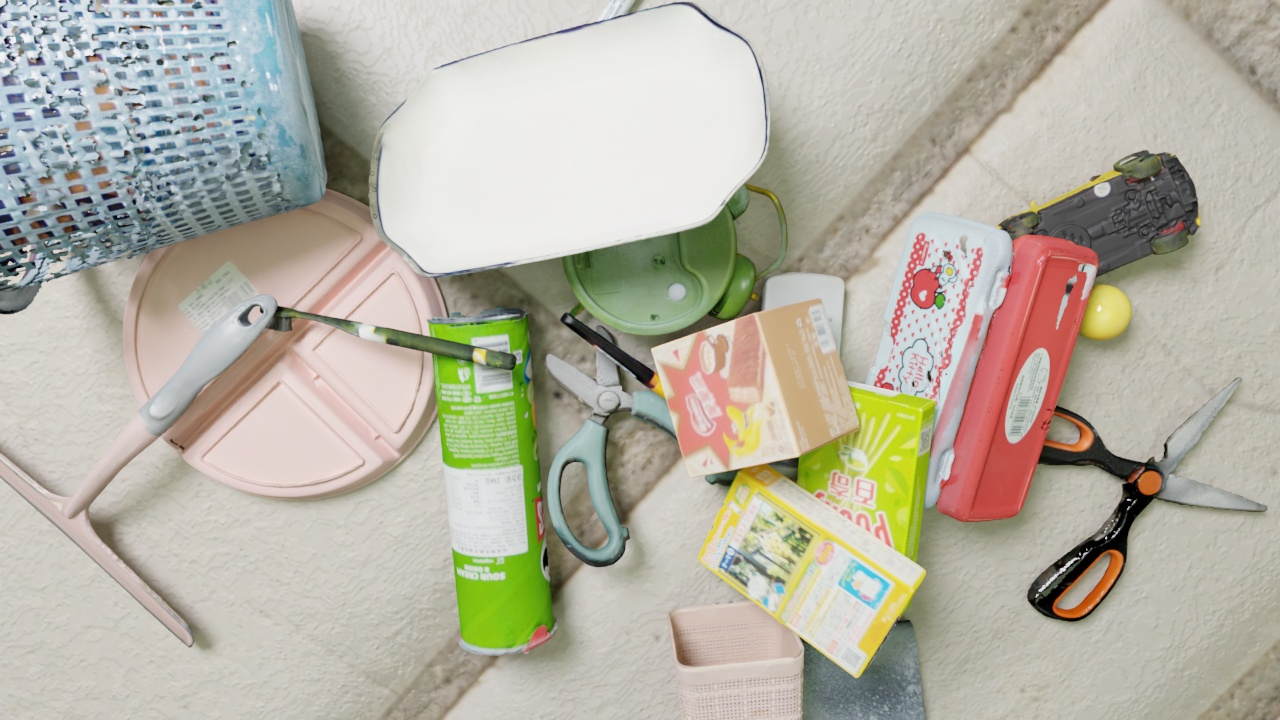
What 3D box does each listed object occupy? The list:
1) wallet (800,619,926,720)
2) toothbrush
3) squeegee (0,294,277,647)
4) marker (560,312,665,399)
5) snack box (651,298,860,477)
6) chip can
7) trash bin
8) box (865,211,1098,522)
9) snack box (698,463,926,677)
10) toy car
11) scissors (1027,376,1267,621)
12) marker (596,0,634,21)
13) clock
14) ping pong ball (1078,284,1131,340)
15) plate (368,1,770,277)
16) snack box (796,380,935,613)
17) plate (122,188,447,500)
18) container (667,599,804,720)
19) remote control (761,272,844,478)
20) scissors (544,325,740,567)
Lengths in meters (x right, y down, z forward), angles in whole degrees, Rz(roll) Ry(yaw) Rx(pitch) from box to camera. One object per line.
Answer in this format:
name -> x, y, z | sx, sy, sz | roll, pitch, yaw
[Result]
wallet -> 0.170, 0.264, 0.713 | 0.097, 0.019, 0.121 | -10, 101, 1
toothbrush -> -0.167, -0.013, 0.598 | 0.186, 0.012, 0.017 | 11, 106, 14
squeegee -> -0.331, 0.045, 0.616 | 0.250, 0.040, 0.247 | -43, 96, 12
marker -> -0.004, 0.004, 0.634 | 0.124, 0.018, 0.015 | 35, 84, -17
snack box -> 0.076, 0.019, 0.609 | 0.095, 0.076, 0.092 | -18, 88, 43
chip can -> -0.102, 0.082, 0.642 | 0.072, 0.072, 0.236 | -4, 99, -2
trash bin -> -0.297, -0.153, 0.538 | 0.195, 0.226, 0.226 | -10, 100, -14
box -> 0.227, 0.004, 0.645 | 0.102, 0.100, 0.201 | 2, 107, -33
snack box -> 0.115, 0.142, 0.637 | 0.140, 0.033, 0.087 | 32, 120, 22
toy car -> 0.313, -0.091, 0.647 | 0.156, 0.041, 0.071 | -26, 100, 9
scissors -> 0.357, 0.094, 0.690 | 0.221, 0.021, 0.234 | 31, 98, -8
marker -> -0.022, -0.228, 0.623 | 0.017, 0.017, 0.145 | 32, 97, -7
clock -> 0.022, -0.080, 0.629 | 0.161, 0.056, 0.116 | -6, 100, -1
ping pong ball -> 0.330, -0.034, 0.658 | 0.040, 0.040, 0.040 | 0, 99, -3
plate -> -0.048, -0.133, 0.584 | 0.266, 0.034, 0.161 | -10, 70, 14
snack box -> 0.151, 0.094, 0.636 | 0.086, 0.026, 0.156 | 15, 112, 36
plate -> -0.250, -0.009, 0.643 | 0.229, 0.028, 0.229 | 0, 99, -2
container -> 0.071, 0.247, 0.670 | 0.090, 0.090, 0.111 | -5, 102, -2
remote control -> 0.114, 0.012, 0.666 | 0.058, 0.021, 0.150 | 1, 99, -3
scissors -> -0.013, 0.071, 0.653 | 0.170, 0.019, 0.180 | 33, 80, -9
